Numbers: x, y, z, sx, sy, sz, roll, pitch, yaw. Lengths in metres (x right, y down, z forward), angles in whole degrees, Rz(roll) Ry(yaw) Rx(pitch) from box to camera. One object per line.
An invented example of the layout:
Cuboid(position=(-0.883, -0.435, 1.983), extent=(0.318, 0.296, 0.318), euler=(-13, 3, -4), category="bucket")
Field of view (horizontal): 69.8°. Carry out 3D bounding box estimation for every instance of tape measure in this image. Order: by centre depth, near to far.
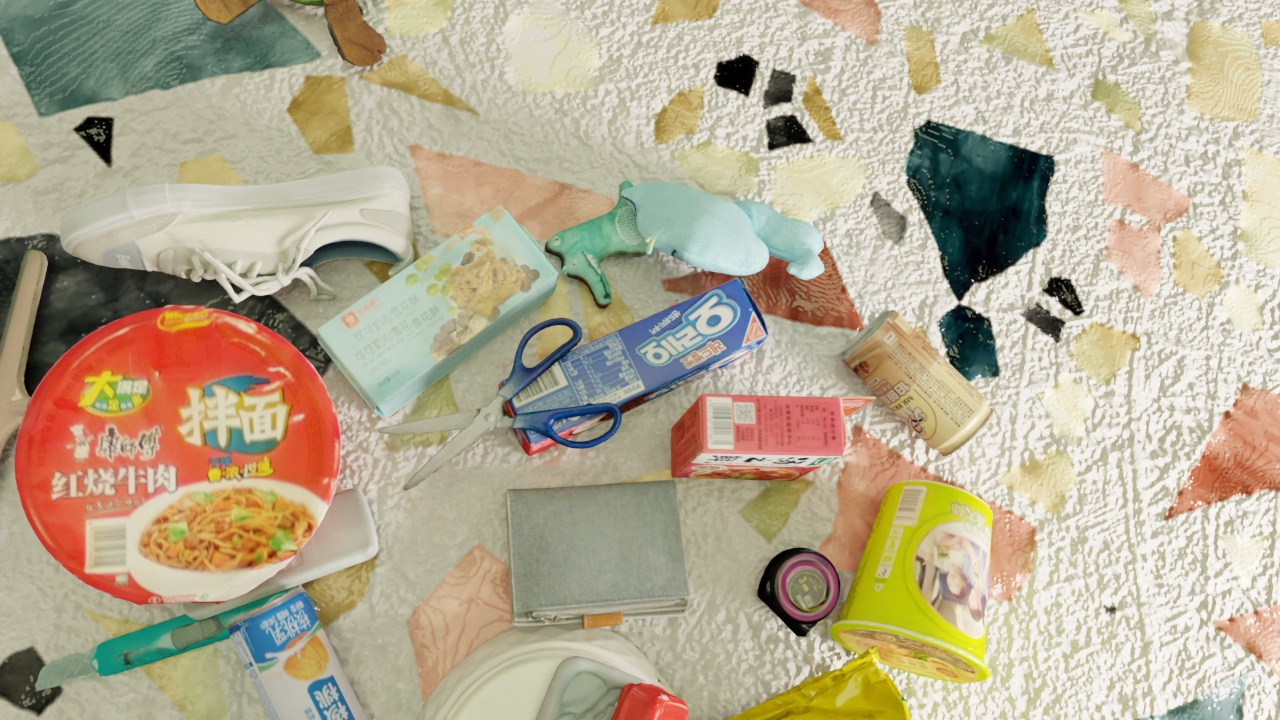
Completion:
Cuboid(position=(0.120, 0.171, 0.692), extent=(0.057, 0.039, 0.057), euler=(42, 78, 4), category="tape measure")

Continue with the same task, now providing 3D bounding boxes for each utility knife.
Cuboid(position=(-0.320, 0.192, 0.636), extent=(0.186, 0.013, 0.029), euler=(-16, 78, -12), category="utility knife")

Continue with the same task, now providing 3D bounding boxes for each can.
Cuboid(position=(-0.223, 0.224, 0.615), extent=(0.053, 0.053, 0.134), euler=(-27, 87, -14), category="can")
Cuboid(position=(0.221, 0.017, 0.737), extent=(0.058, 0.059, 0.116), euler=(-43, 84, -16), category="can")

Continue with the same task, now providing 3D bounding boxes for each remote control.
Cuboid(position=(-0.257, 0.136, 0.652), extent=(0.136, 0.020, 0.056), euler=(-19, 62, -13), category="remote control")

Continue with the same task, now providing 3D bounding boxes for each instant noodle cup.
Cuboid(position=(-0.300, 0.064, 0.616), extent=(0.193, 0.066, 0.193), euler=(2, 82, -15), category="instant noodle cup")
Cuboid(position=(0.210, 0.159, 0.678), extent=(0.111, 0.112, 0.123), euler=(22, 65, -2), category="instant noodle cup")

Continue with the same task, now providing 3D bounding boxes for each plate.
Cuboid(position=(-0.060, 0.287, 0.632), extent=(0.205, 0.046, 0.204), euler=(2, 74, -7), category="plate")

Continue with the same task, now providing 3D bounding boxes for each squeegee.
Cuboid(position=(-0.352, 0.045, 0.659), extent=(0.249, 0.040, 0.247), euler=(7, 74, -7), category="squeegee")

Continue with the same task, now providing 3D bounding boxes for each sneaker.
Cuboid(position=(-0.288, -0.082, 0.681), extent=(0.242, 0.090, 0.090), euler=(-10, 81, -17), category="sneaker")

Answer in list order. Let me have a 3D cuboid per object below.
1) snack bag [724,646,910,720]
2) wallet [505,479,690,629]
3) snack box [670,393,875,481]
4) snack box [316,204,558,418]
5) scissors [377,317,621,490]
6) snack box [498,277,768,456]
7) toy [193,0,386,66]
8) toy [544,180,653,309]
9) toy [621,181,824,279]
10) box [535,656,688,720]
Cuboid(position=(0.145, 0.339, 0.627), extent=(0.158, 0.068, 0.246), euler=(-19, 83, -12), category="snack bag")
Cuboid(position=(-0.033, 0.144, 0.679), extent=(0.129, 0.037, 0.106), euler=(-2, 65, -10), category="wallet")
Cuboid(position=(0.094, 0.059, 0.679), extent=(0.127, 0.113, 0.044), euler=(2, 73, -8), category="snack box")
Cuboid(position=(-0.152, -0.038, 0.702), extent=(0.174, 0.052, 0.074), euler=(-38, 84, -16), category="snack box")
Cuboid(position=(-0.091, 0.038, 0.653), extent=(0.163, 0.012, 0.162), euler=(26, 76, 3), category="scissors")
Cuboid(position=(-0.004, 0.004, 0.708), extent=(0.207, 0.058, 0.057), euler=(-25, 80, -13), category="snack box")
Cuboid(position=(-0.269, -0.373, 0.756), extent=(0.227, 0.090, 0.246), euler=(9, 77, -12), category="toy")
Cuboid(position=(-0.029, -0.092, 0.746), extent=(0.092, 0.030, 0.096), euler=(-22, 77, -9), category="toy")
Cuboid(position=(0.065, -0.101, 0.726), extent=(0.161, 0.050, 0.155), euler=(33, 34, 19), category="toy")
Cuboid(position=(-0.050, 0.294, 0.578), extent=(0.099, 0.095, 0.201), euler=(14, 73, 26), category="box")
